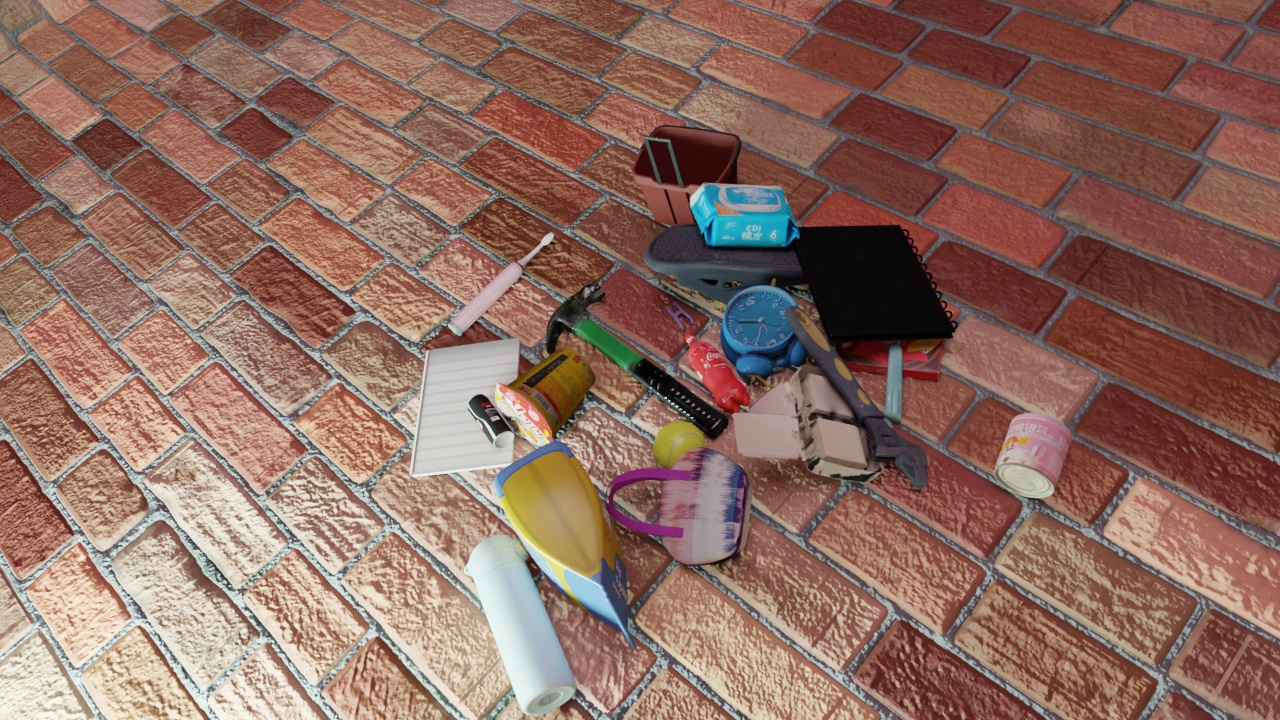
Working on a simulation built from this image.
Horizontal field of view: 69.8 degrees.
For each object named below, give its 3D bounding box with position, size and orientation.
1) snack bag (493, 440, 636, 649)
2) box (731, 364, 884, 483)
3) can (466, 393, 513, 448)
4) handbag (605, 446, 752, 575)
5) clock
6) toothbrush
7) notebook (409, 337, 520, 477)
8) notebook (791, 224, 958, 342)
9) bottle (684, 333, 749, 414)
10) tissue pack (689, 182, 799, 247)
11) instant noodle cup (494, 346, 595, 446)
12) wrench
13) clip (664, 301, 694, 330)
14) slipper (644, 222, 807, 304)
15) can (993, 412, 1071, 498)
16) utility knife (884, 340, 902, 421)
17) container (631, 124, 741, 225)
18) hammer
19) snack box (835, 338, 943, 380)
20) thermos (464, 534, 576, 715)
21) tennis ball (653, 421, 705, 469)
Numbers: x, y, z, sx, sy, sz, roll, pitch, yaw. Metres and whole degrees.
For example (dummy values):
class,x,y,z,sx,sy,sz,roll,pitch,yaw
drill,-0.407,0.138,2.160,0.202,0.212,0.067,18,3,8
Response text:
class,x,y,z,sx,sy,sz,roll,pitch,yaw
snack bag,-0.068,0.216,1.035,0.102,0.159,0.205,-30,55,-10
box,0.193,0.087,1.122,0.186,0.101,0.144,5,51,-8
can,-0.202,0.081,1.233,0.031,0.031,0.080,-34,55,-12
handbag,0.041,0.171,1.085,0.170,0.068,0.144,4,75,16
clock,0.169,-0.030,1.214,0.117,0.060,0.161,-22,58,-2
toothbrush,-0.207,-0.121,1.397,0.027,0.027,0.222,47,69,-10
notebook,-0.242,0.062,1.283,0.143,0.009,0.209,-8,53,8
notebook,0.305,-0.108,1.219,0.169,0.019,0.231,-2,43,-6
bottle,0.096,0.013,1.213,0.042,0.042,0.141,-28,51,-7
tissue pack,0.146,-0.203,1.270,0.144,0.062,0.092,1,40,-11
instant noodle cup,-0.119,0.043,1.222,0.100,0.100,0.112,26,54,28
wrench,0.260,0.040,1.114,0.073,0.022,0.273,-17,64,-36
clip,0.053,-0.063,1.299,0.036,0.013,0.052,-33,52,-12
slipper,0.136,-0.132,1.296,0.268,0.083,0.110,2,42,-6
can,0.446,0.107,1.043,0.067,0.067,0.076,18,62,25
utility knife,0.322,0.002,1.156,0.022,0.015,0.158,12,65,-4
container,0.066,-0.290,1.341,0.148,0.201,0.126,14,60,23
hammer,-0.007,0.007,1.252,0.130,0.032,0.319,-42,57,-18
snack box,0.324,-0.022,1.195,0.133,0.021,0.089,7,59,18
thermos,-0.139,0.296,1.052,0.078,0.065,0.206,-36,53,7
tennis ball,0.049,0.108,1.142,0.065,0.065,0.065,-7,53,9
